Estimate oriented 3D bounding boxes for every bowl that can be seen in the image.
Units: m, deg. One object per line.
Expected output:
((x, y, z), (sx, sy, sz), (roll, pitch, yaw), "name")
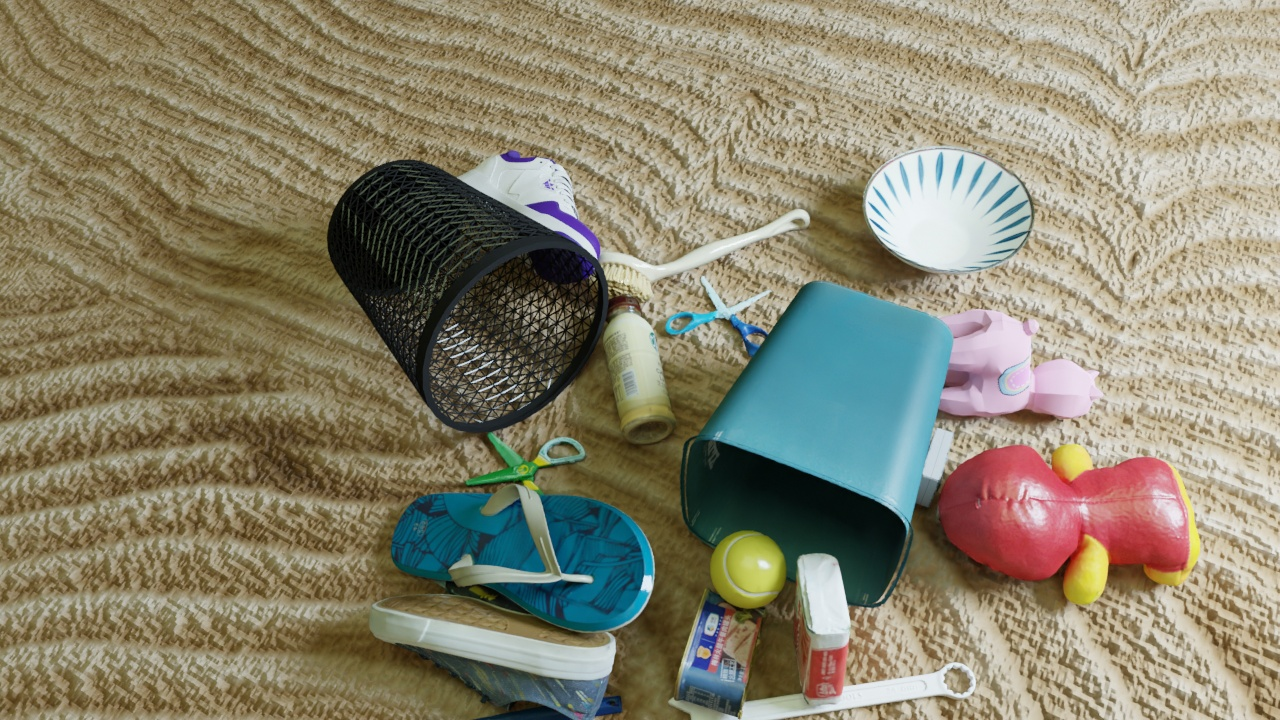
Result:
((0.332, -0.147, 1.009), (0.177, 0.071, 0.177), (-3, 58, 4), "bowl")

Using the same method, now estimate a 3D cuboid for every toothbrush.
((-0.111, 0.312, 0.801), (0.190, 0.017, 0.016), (-8, 58, 1), "toothbrush")

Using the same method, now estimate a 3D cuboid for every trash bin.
((0.171, 0.066, 0.833), (0.199, 0.197, 0.218), (21, 56, 17), "trash bin")
((-0.194, -0.083, 0.956), (0.216, 0.217, 0.243), (-39, 56, -17), "trash bin")

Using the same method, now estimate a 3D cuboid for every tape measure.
((0.276, 0.103, 0.865), (0.020, 0.060, 0.062), (19, 61, 17), "tape measure")

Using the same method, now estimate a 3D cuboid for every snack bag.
((0.149, 0.224, 0.763), (0.036, 0.116, 0.076), (-4, 41, 3), "snack bag")

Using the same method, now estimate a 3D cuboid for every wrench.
((0.151, 0.294, 0.789), (0.273, 0.009, 0.047), (-9, 58, 1), "wrench")

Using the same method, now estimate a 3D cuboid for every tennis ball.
((0.092, 0.179, 0.785), (0.065, 0.065, 0.065), (-3, 58, 4), "tennis ball")

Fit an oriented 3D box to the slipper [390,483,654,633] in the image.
((-0.119, 0.161, 0.824), (0.295, 0.060, 0.118), (4, 55, 31), "slipper")

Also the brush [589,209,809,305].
((0.068, -0.121, 1.037), (0.272, 0.062, 0.077), (-18, 74, -10), "brush")

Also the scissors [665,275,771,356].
((0.093, -0.046, 1.008), (0.127, 0.014, 0.133), (-27, 54, -16), "scissors")

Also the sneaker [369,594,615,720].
((-0.137, 0.260, 0.799), (0.236, 0.087, 0.079), (6, 92, 20), "sneaker")

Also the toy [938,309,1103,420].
((0.360, 0.009, 0.888), (0.158, 0.123, 0.067), (1, 42, 18), "toy")

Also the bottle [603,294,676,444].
((-0.006, 0.006, 0.958), (0.056, 0.057, 0.162), (-12, 57, -1), "bottle")

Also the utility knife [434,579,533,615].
((-0.117, 0.235, 0.850), (0.174, 0.020, 0.028), (22, 61, 19), "utility knife")

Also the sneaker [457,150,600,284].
((-0.110, -0.175, 1.060), (0.111, 0.092, 0.244), (-41, 52, -20), "sneaker")

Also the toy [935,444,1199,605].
((0.376, 0.135, 0.817), (0.216, 0.099, 0.147), (2, 51, 1), "toy")

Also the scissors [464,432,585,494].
((-0.112, 0.109, 0.931), (0.127, 0.011, 0.125), (-37, 63, -18), "scissors")

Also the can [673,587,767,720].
((0.070, 0.251, 0.790), (0.059, 0.054, 0.099), (13, 45, 12), "can")
